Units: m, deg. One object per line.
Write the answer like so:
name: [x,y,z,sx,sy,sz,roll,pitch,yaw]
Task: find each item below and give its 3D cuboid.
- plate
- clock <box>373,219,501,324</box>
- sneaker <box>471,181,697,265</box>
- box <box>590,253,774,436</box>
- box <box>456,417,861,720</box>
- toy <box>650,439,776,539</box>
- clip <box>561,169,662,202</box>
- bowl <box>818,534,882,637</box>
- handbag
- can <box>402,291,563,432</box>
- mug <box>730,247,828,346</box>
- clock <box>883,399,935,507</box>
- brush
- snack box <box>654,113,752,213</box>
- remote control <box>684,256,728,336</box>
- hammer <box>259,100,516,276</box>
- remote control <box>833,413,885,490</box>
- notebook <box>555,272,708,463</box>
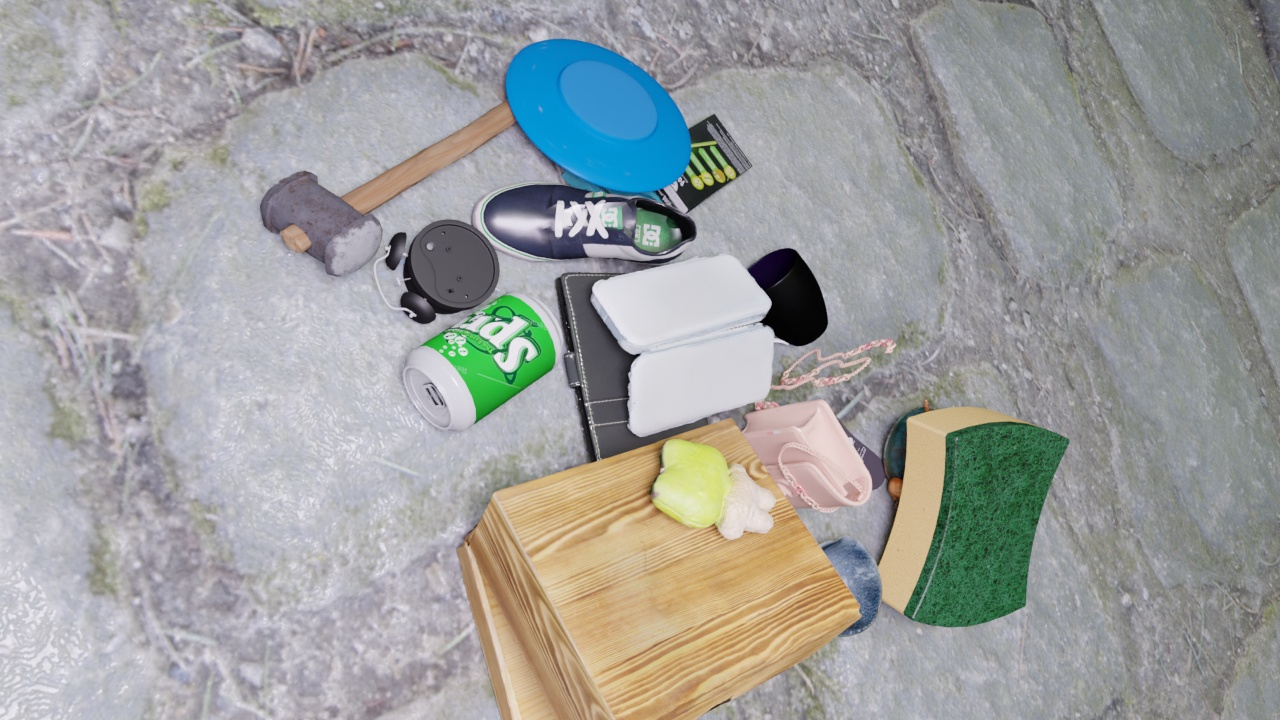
plate: [-0.038,-0.280,1.013,0.224,0.024,0.223,15,53,-21]
clock: [-0.196,-0.085,0.884,0.120,0.043,0.091,-20,87,-35]
sneaker: [-0.054,-0.144,0.954,0.235,0.079,0.084,3,85,-20]
box: [0.057,-0.024,0.981,0.210,0.084,0.185,-13,82,-35]
box: [-0.007,0.218,0.866,0.278,0.221,0.258,-15,62,-34]
toy: [0.065,0.116,0.809,0.115,0.046,0.091,23,39,-7]
clip: [-0.020,-0.178,1.034,0.119,0.033,0.121,-25,92,-31]
bowl: [0.219,0.256,1.041,0.110,0.055,0.110,10,71,-29]
handbag: [0.210,0.076,1.002,0.186,0.199,0.116,-41,99,-26]
can: [-0.146,0.000,0.864,0.139,0.088,0.088,-37,97,-34]
mug: [0.164,-0.058,1.091,0.119,0.085,0.100,-41,115,-4]
clock: [0.361,0.137,1.155,0.121,0.073,0.157,21,86,-30]
brush: [0.390,0.185,1.092,0.194,0.075,0.250,3,103,-30]
snack box: [0.066,-0.232,1.087,0.080,0.025,0.147,53,48,-4]
remote control: [0.076,-0.051,1.053,0.050,0.011,0.136,-29,98,-52]
hammer: [-0.212,-0.190,0.894,0.098,0.052,0.327,34,49,14]
remote control: [0.261,0.112,1.137,0.124,0.009,0.046,42,58,-16]
notebook: [-0.006,0.006,0.989,0.169,0.030,0.209,-4,75,-35]
